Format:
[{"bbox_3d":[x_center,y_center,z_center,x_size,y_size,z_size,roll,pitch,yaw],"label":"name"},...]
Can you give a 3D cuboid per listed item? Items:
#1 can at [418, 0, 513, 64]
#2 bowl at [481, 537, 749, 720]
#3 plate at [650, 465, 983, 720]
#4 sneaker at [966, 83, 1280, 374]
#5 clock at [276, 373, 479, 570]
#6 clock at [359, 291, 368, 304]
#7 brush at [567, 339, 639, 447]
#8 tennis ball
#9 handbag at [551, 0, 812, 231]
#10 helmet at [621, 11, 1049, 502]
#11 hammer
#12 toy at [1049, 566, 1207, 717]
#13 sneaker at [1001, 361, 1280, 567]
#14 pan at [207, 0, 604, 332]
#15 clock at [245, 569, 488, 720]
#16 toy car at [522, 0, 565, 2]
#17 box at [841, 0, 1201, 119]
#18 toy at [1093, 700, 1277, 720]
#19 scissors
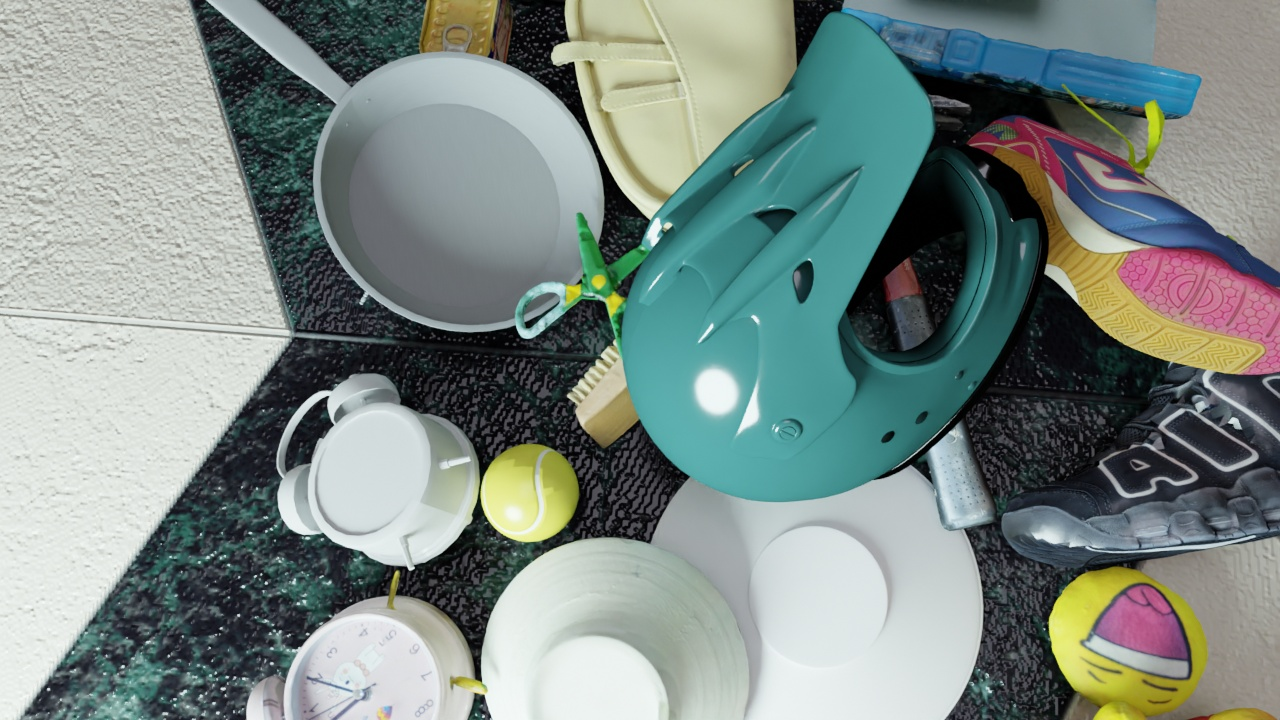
[{"bbox_3d":[-0.131,-0.254,0.704,0.054,0.059,0.099,6,76,4],"label":"can"},{"bbox_3d":[-0.022,0.203,0.567,0.177,0.057,0.176,0,92,8],"label":"bowl"},{"bbox_3d":[0.116,0.157,0.611,0.229,0.030,0.229,-1,77,2],"label":"plate"},{"bbox_3d":[0.320,-0.087,0.588,0.242,0.116,0.090,38,57,20],"label":"sneaker"},{"bbox_3d":[-0.182,0.074,0.624,0.159,0.061,0.119,22,80,28],"label":"clock"},{"bbox_3d":[-0.188,-0.107,0.680,0.087,0.042,0.123,-10,78,0],"label":"clock"},{"bbox_3d":[-0.004,0.004,0.644,0.039,0.049,0.117,33,79,28],"label":"brush"},{"bbox_3d":[-0.074,0.089,0.617,0.065,0.065,0.065,-1,76,2],"label":"tennis ball"},{"bbox_3d":[0.040,-0.195,0.652,0.191,0.088,0.232,-5,79,16],"label":"handbag"},{"bbox_3d":[0.097,-0.040,0.530,0.200,0.275,0.176,14,34,-32],"label":"helmet"},{"bbox_3d":[0.198,-0.045,0.652,0.140,0.036,0.325,-12,76,1],"label":"hammer"},{"bbox_3d":[0.313,0.181,0.592,0.095,0.041,0.094,17,74,9],"label":"toy"},{"bbox_3d":[0.352,0.046,0.599,0.252,0.097,0.150,-10,71,-1],"label":"sneaker"},{"bbox_3d":[-0.185,-0.165,0.632,0.356,0.051,0.200,38,71,-11],"label":"pan"},{"bbox_3d":[-0.184,0.225,0.592,0.158,0.059,0.117,-42,78,-7],"label":"clock"},{"bbox_3d":[-0.067,-0.309,0.726,0.092,0.042,0.036,8,52,5],"label":"toy car"},{"bbox_3d":[0.269,-0.239,0.692,0.243,0.070,0.170,13,45,5],"label":"box"},{"bbox_3d":[0.280,0.280,0.540,0.216,0.099,0.147,-10,70,-1],"label":"toy"},{"bbox_3d":[-0.034,-0.049,0.634,0.130,0.011,0.125,-17,65,-3],"label":"scissors"}]
